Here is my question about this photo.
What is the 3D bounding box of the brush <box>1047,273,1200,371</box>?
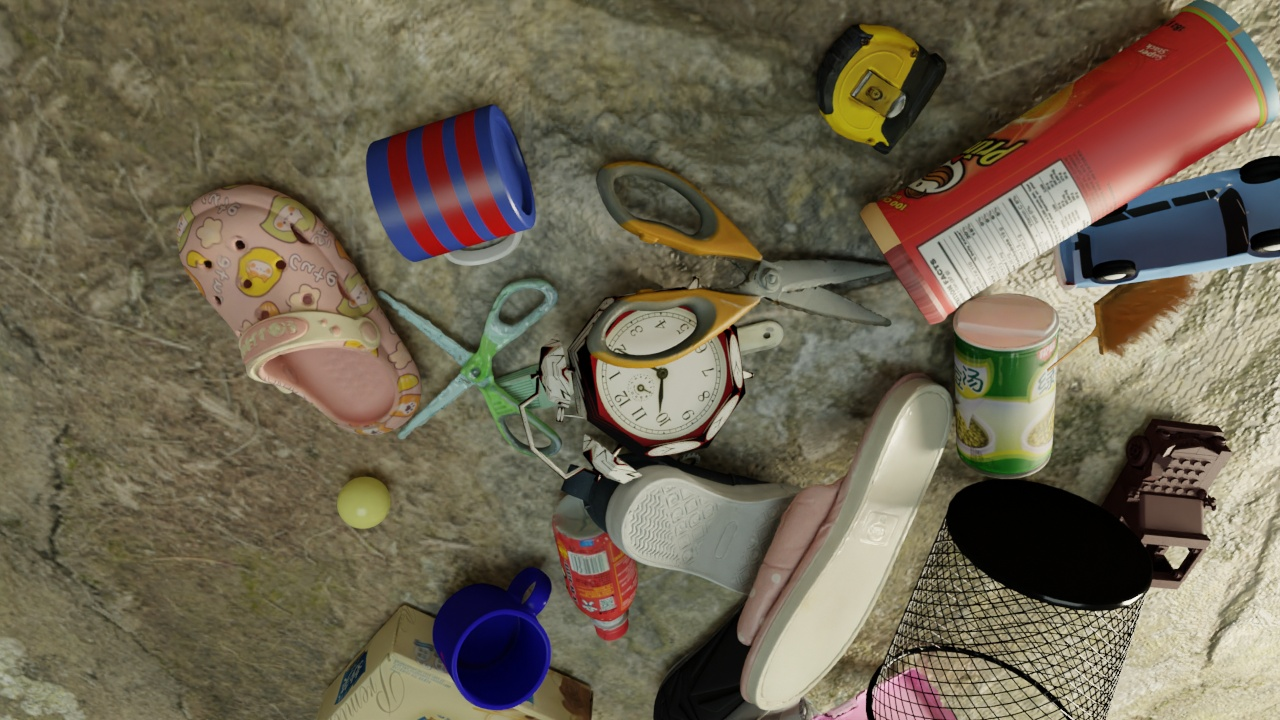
[{"bbox_3d":[0.324,-0.028,0.612,0.126,0.017,0.048,-34,124,-14],"label":"brush"}]

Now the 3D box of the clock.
[{"bbox_3d":[-0.009,0.017,0.617,0.154,0.065,0.114,-32,100,-9],"label":"clock"}]

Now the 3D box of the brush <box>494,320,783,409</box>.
[{"bbox_3d":[-0.004,0.004,0.663,0.218,0.012,0.033,-13,124,6],"label":"brush"}]

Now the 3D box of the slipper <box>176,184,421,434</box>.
[{"bbox_3d":[-0.219,-0.020,0.593,0.093,0.081,0.197,-29,115,15],"label":"slipper"}]

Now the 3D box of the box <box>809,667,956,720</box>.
[{"bbox_3d":[0.211,0.351,0.765,0.230,0.161,0.062,-7,118,-38],"label":"box"}]

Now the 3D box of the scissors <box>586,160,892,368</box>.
[{"bbox_3d":[0.063,-0.042,0.589,0.225,0.016,0.175,22,78,-16],"label":"scissors"}]

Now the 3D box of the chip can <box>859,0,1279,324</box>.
[{"bbox_3d":[0.245,-0.113,0.547,0.214,0.087,0.087,-33,119,18],"label":"chip can"}]

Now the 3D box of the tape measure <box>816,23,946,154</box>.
[{"bbox_3d":[0.136,-0.161,0.539,0.064,0.037,0.066,24,120,-18],"label":"tape measure"}]

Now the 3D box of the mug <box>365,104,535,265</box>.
[{"bbox_3d":[-0.106,-0.096,0.562,0.076,0.074,0.112,-15,150,8],"label":"mug"}]

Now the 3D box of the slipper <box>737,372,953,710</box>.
[{"bbox_3d":[0.145,0.132,0.682,0.114,0.054,0.274,27,92,-44],"label":"slipper"}]

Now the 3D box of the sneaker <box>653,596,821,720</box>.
[{"bbox_3d":[0.139,0.285,0.823,0.160,0.093,0.257,27,119,-28],"label":"sneaker"}]

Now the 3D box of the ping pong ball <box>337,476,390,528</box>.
[{"bbox_3d":[-0.214,0.110,0.711,0.040,0.040,0.040,-1,124,-1],"label":"ping pong ball"}]

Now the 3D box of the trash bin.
[{"bbox_3d":[0.292,0.220,0.728,0.184,0.183,0.210,3,118,-4],"label":"trash bin"}]

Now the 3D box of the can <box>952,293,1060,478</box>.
[{"bbox_3d":[0.256,0.018,0.646,0.067,0.067,0.121,-11,124,5],"label":"can"}]

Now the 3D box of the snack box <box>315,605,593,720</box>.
[{"bbox_3d":[-0.171,0.327,0.852,0.207,0.055,0.154,32,118,-21],"label":"snack box"}]

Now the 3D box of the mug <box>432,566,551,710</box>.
[{"bbox_3d":[-0.114,0.220,0.757,0.079,0.084,0.111,41,77,-18],"label":"mug"}]

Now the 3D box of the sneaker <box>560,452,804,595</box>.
[{"bbox_3d":[0.051,0.119,0.702,0.235,0.087,0.089,19,93,-37],"label":"sneaker"}]

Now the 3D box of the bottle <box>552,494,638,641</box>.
[{"bbox_3d":[-0.032,0.173,0.747,0.062,0.061,0.138,-6,124,2],"label":"bottle"}]

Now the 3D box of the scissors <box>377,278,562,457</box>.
[{"bbox_3d":[-0.116,0.006,0.650,0.173,0.021,0.171,-39,110,24],"label":"scissors"}]

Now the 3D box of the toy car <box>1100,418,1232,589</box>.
[{"bbox_3d":[0.405,0.130,0.731,0.070,0.061,0.170,6,124,-6],"label":"toy car"}]

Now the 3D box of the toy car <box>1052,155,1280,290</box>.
[{"bbox_3d":[0.335,-0.080,0.560,0.154,0.056,0.054,-10,166,40],"label":"toy car"}]
